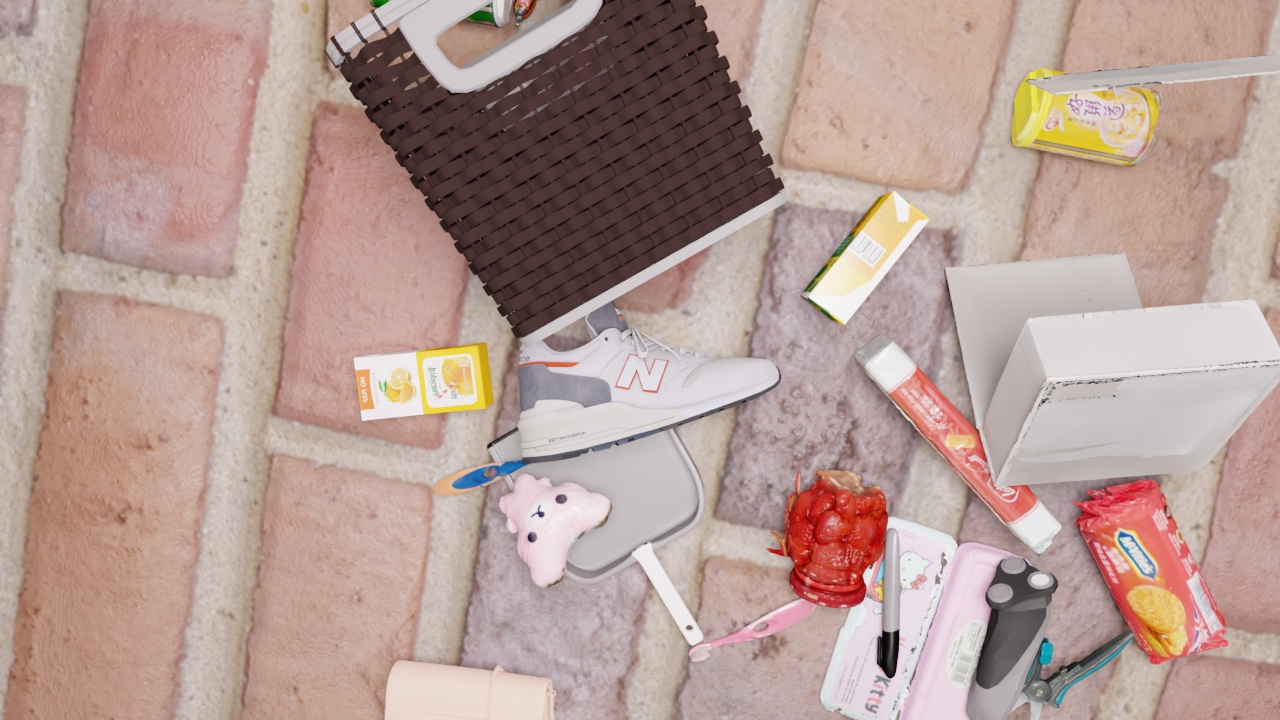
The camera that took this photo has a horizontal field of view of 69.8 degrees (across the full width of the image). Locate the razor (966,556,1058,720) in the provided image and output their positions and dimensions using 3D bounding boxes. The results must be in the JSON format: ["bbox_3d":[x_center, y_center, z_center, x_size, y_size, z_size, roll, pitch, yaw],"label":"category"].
[{"bbox_3d":[0.323,0.255,0.810,0.060,0.057,0.156,-1,105,-26],"label":"razor"}]

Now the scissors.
[{"bbox_3d":[0.383,0.276,0.832,0.118,0.019,0.148,2,98,5],"label":"scissors"}]

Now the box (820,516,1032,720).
[{"bbox_3d":[0.269,0.260,0.857,0.153,0.041,0.201,17,95,2],"label":"box"}]

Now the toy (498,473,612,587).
[{"bbox_3d":[-0.086,0.143,0.835,0.096,0.053,0.099,37,84,20],"label":"toy"}]

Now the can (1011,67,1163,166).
[{"bbox_3d":[0.381,-0.210,0.791,0.105,0.067,0.067,11,96,1],"label":"can"}]

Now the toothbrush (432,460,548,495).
[{"bbox_3d":[-0.134,0.104,0.861,0.135,0.017,0.021,-18,83,14],"label":"toothbrush"}]

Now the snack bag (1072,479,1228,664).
[{"bbox_3d":[0.459,0.186,0.825,0.082,0.082,0.176,-28,94,5],"label":"snack bag"}]

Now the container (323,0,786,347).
[{"bbox_3d":[-0.048,-0.179,0.731,0.247,0.245,0.243,-29,97,5],"label":"container"}]

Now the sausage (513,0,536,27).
[{"bbox_3d":[-0.084,-0.373,0.822,0.020,0.020,0.155,22,96,0],"label":"sausage"}]

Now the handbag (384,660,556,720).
[{"bbox_3d":[-0.157,0.357,0.813,0.199,0.187,0.117,4,103,7],"label":"handbag"}]

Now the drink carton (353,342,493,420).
[{"bbox_3d":[-0.204,0.020,0.856,0.122,0.040,0.058,-6,95,3],"label":"drink carton"}]

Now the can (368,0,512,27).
[{"bbox_3d":[-0.174,-0.336,0.807,0.121,0.067,0.067,9,96,3],"label":"can"}]

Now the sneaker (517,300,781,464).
[{"bbox_3d":[-0.005,0.005,0.809,0.239,0.089,0.124,-18,86,-3],"label":"sneaker"}]

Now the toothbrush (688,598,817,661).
[{"bbox_3d":[0.108,0.257,0.876,0.135,0.016,0.021,-25,102,5],"label":"toothbrush"}]

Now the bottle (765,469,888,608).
[{"bbox_3d":[0.170,0.156,0.831,0.099,0.098,0.111,7,106,2],"label":"bottle"}]

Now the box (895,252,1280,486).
[{"bbox_3d":[0.366,-0.013,0.833,0.167,0.445,0.165,-4,106,3],"label":"box"}]

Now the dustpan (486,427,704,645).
[{"bbox_3d":[-0.012,0.151,0.863,0.163,0.033,0.257,-30,93,5],"label":"dustpan"}]

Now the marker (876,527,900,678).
[{"bbox_3d":[0.229,0.223,0.846,0.022,0.016,0.138,0,89,42],"label":"marker"}]

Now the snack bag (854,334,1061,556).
[{"bbox_3d":[0.280,0.070,0.818,0.041,0.077,0.225,-44,92,9],"label":"snack bag"}]

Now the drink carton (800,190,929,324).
[{"bbox_3d":[0.199,-0.093,0.816,0.041,0.058,0.122,37,96,-1],"label":"drink carton"}]
